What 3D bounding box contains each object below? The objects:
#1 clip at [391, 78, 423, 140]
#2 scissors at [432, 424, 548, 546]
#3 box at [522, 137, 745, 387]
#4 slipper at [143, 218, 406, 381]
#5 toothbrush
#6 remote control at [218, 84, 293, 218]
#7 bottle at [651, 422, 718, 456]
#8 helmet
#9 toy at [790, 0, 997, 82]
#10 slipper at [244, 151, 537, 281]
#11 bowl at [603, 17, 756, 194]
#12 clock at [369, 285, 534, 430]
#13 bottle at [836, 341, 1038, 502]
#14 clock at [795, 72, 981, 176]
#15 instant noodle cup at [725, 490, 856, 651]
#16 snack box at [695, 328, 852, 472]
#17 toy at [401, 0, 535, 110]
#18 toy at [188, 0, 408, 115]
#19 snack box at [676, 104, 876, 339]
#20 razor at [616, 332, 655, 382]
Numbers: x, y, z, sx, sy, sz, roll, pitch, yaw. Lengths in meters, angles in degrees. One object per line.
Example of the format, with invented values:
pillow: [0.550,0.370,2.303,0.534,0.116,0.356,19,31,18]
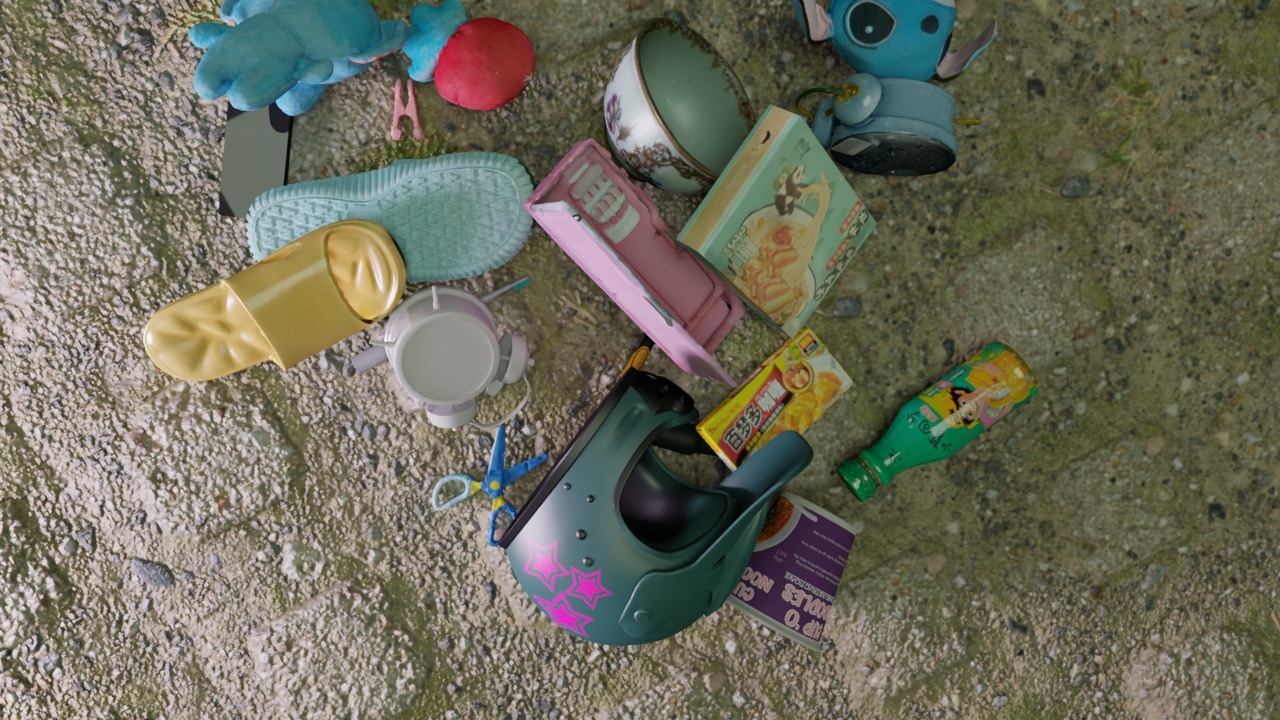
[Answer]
clip: [-0.225,-0.233,0.864,0.045,0.023,0.060,-24,104,-4]
scissors: [-0.154,0.124,0.918,0.123,0.016,0.125,8,97,-9]
box: [0.016,-0.086,0.819,0.232,0.116,0.106,46,73,-23]
slipper: [-0.330,-0.038,0.818,0.264,0.078,0.099,-19,122,12]
toothbrush: [-0.192,-0.038,0.890,0.188,0.018,0.019,-27,100,-2]
remote control: [-0.358,-0.198,0.858,0.058,0.013,0.133,8,96,-6]
bottle: [0.044,0.078,0.918,0.123,0.033,0.033,17,95,-8]
helmet: [0.013,0.142,0.836,0.200,0.176,0.275,37,110,-2]
toy: [0.228,-0.352,0.851,0.223,0.099,0.191,3,91,-20]
slipper: [-0.227,-0.128,0.853,0.276,0.069,0.116,-6,99,4]
bowl: [0.023,-0.217,0.840,0.094,0.159,0.160,-26,101,40]
clock: [-0.173,0.001,0.871,0.120,0.061,0.159,-40,122,3]
bottle: [0.294,0.066,0.922,0.209,0.068,0.068,-35,99,0]
clock: [0.223,-0.220,0.859,0.162,0.118,0.060,12,84,-13]
instant noodle cup: [0.143,0.198,0.909,0.137,0.122,0.121,29,84,1]
snack box: [0.134,0.045,0.912,0.152,0.025,0.075,-42,99,-11]
toy: [-0.162,-0.281,0.846,0.133,0.062,0.092,29,79,9]
toy: [-0.304,-0.267,0.799,0.183,0.115,0.180,20,58,9]
snack box: [0.130,-0.119,0.841,0.141,0.044,0.193,-54,140,1]
razor: [-0.005,0.005,0.913,0.044,0.021,0.144,29,96,-8]
